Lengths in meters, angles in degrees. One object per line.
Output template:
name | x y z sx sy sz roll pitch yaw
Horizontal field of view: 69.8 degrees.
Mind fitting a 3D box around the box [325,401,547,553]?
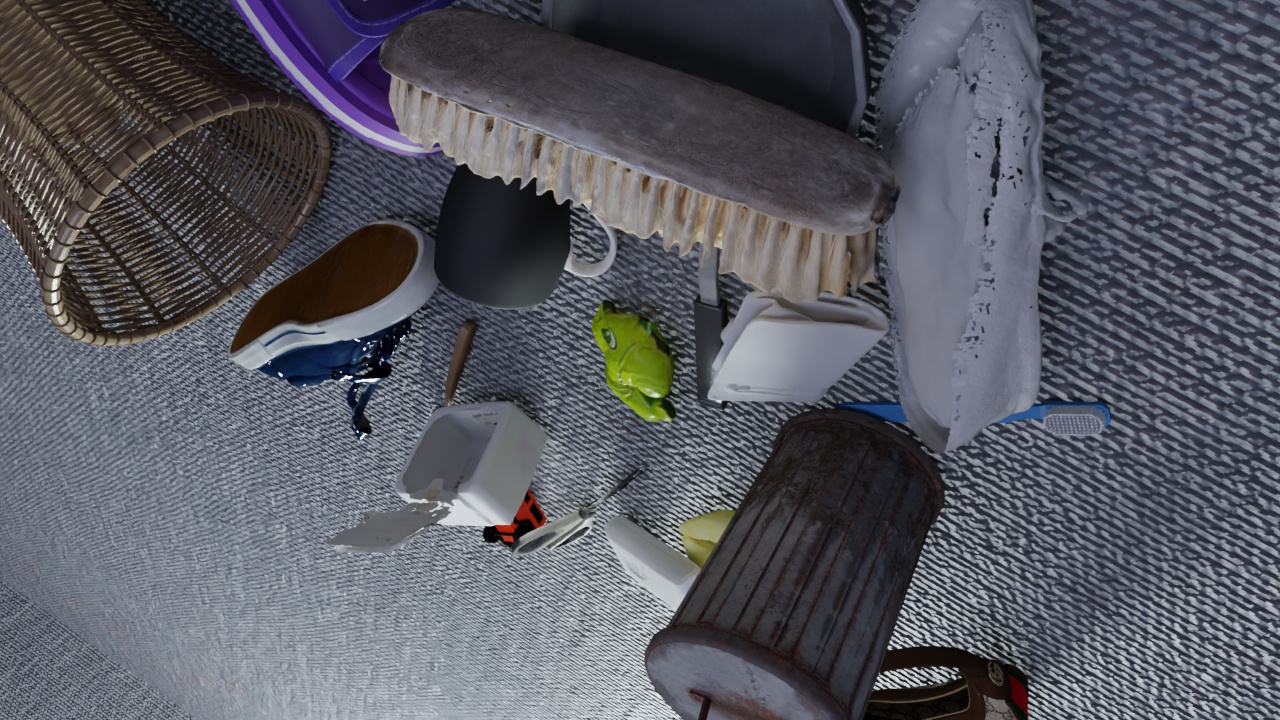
box | -0.162 0.111 0.757 0.111 0.189 0.083 -9 120 36

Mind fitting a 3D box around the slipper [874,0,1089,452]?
slipper | 0.167 -0.062 0.454 0.112 0.074 0.247 38 149 51

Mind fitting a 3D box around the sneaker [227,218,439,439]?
sneaker | -0.231 -0.021 0.768 0.127 0.120 0.295 35 147 -32

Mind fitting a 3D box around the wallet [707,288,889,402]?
wallet | 0.091 -0.008 0.558 0.086 0.032 0.116 8 154 -11

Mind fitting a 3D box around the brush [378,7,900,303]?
brush | -0.006 -0.109 0.453 0.271 0.083 0.057 23 141 13

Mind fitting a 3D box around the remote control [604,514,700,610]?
remote control | 0.018 0.177 0.773 0.139 0.025 0.060 20 141 56

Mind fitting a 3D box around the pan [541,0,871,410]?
pan | 0.041 -0.096 0.539 0.179 0.041 0.358 17 140 21

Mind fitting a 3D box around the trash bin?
trash bin | 0.100 0.145 0.575 0.131 0.210 0.131 22 140 19

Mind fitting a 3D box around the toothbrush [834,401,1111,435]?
toothbrush | 0.196 0.034 0.563 0.167 0.014 0.016 -2 125 37

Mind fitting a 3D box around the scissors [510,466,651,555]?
scissors | -0.055 0.133 0.792 0.170 0.131 0.012 113 138 -61

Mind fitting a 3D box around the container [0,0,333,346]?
container | -0.374 -0.157 0.649 0.196 0.226 0.228 43 139 5

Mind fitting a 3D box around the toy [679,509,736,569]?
toy | 0.102 0.188 0.731 0.155 0.064 0.171 21 142 31

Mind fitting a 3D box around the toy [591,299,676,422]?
toy | -0.004 0.004 0.661 0.094 0.036 0.094 47 150 6

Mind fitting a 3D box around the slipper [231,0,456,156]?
slipper | -0.179 -0.244 0.517 0.084 0.107 0.266 -28 103 46

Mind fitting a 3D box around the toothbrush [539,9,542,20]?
toothbrush | -0.009 -0.224 0.475 0.022 0.016 0.155 19 148 -28

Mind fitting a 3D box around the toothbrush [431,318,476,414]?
toothbrush | -0.165 0.017 0.802 0.016 0.016 0.167 34 139 4

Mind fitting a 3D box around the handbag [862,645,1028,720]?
handbag | 0.206 0.263 0.701 0.167 0.063 0.138 -28 120 38

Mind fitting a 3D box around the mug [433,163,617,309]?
mug | -0.070 -0.094 0.598 0.119 0.084 0.100 9 126 -12

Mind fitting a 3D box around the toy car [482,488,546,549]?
toy car | -0.129 0.133 0.855 0.051 0.048 0.100 -5 123 39
